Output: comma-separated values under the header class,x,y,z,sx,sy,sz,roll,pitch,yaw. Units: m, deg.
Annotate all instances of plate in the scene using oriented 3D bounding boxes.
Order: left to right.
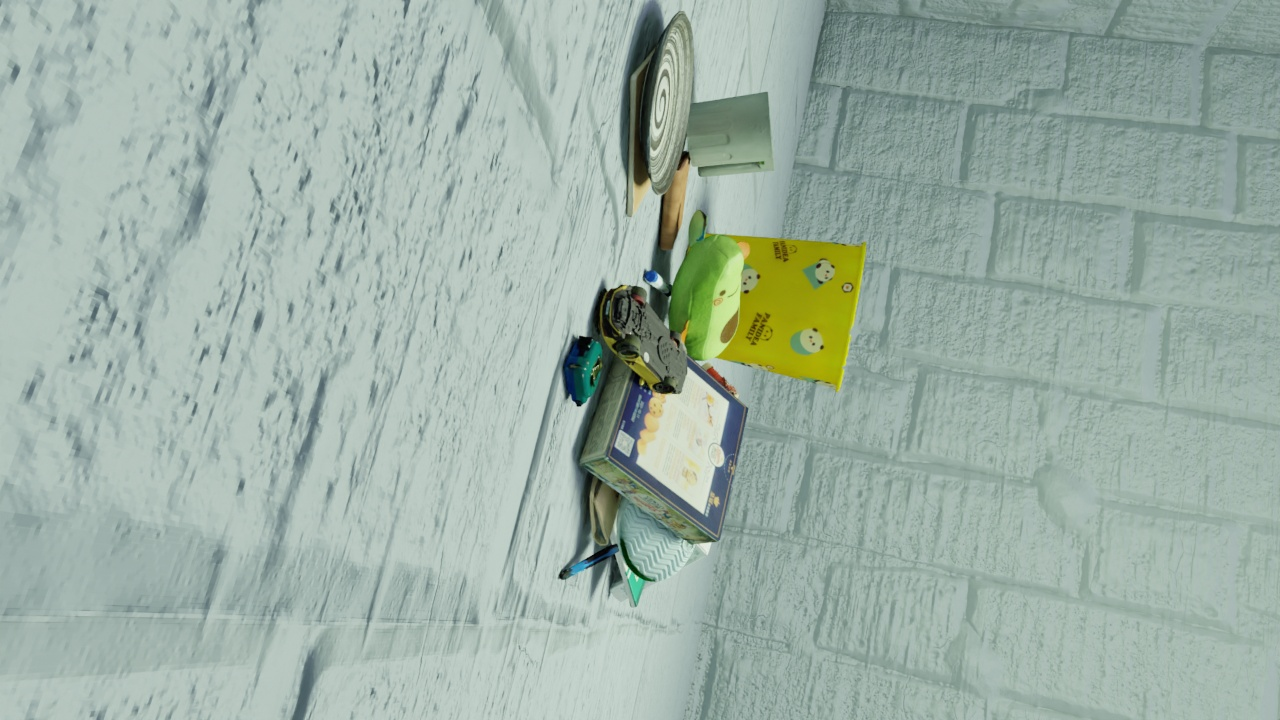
class,x,y,z,sx,sy,sz,roll,pitch,yaw
plate,0.023,-0.258,0.926,0.179,0.024,0.179,13,89,-78

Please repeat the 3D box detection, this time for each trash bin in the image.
class,x,y,z,sx,sy,sz,roll,pitch,yaw
trash bin,0.196,-0.085,1.398,0.229,0.255,0.229,11,89,-79

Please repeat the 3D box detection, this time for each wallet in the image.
class,x,y,z,sx,sy,sz,roll,pitch,yaw
wallet,-0.035,0.134,1.020,0.114,0.024,0.087,-71,157,-48
wallet,0.045,-0.203,1.150,0.115,0.020,0.101,-65,163,-62

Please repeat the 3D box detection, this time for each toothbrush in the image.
class,x,y,z,sx,sy,sz,roll,pitch,yaw
toothbrush,-0.042,0.214,1.014,0.189,0.016,0.014,-8,94,-64

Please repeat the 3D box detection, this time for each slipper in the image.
class,x,y,z,sx,sy,sz,roll,pitch,yaw
slipper,0.029,0.137,1.061,0.104,0.074,0.244,45,50,-22

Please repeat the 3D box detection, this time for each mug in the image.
class,x,y,z,sx,sy,sz,roll,pitch,yaw
mug,0.116,-0.277,1.161,0.124,0.103,0.083,69,19,-61

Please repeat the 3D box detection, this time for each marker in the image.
class,x,y,z,sx,sy,sz,roll,pitch,yaw
marker,0.025,-0.096,1.146,0.145,0.017,0.017,12,88,-79

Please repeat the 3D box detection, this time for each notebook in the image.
class,x,y,z,sx,sy,sz,roll,pitch,yaw
notebook,-0.002,0.189,1.166,0.208,0.012,0.150,-60,140,-62
notebook,0.017,-0.263,0.976,0.207,0.008,0.148,-66,162,-52

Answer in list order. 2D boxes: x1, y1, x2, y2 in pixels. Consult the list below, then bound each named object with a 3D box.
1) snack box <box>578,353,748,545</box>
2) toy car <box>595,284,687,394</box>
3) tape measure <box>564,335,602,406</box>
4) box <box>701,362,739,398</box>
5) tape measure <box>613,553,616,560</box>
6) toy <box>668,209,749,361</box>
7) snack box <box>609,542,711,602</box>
class,x,y,z,sx,sy,sz,roll,pitch,yaw
snack box,0.033,0.079,0.996,0.182,0.046,0.177,41,49,-29
toy car,0.005,-0.016,0.932,0.156,0.041,0.071,44,45,-49
tape measure,-0.050,0.007,0.835,0.058,0.025,0.054,89,17,-48
box,0.075,0.087,1.228,0.091,0.076,0.169,-35,160,-27
tape measure,-0.011,0.240,1.207,0.057,0.039,0.057,-36,136,-74
toy,0.085,-0.073,1.194,0.247,0.090,0.226,91,25,-55
snack box,0.031,0.256,1.218,0.157,0.027,0.084,-35,-168,28
